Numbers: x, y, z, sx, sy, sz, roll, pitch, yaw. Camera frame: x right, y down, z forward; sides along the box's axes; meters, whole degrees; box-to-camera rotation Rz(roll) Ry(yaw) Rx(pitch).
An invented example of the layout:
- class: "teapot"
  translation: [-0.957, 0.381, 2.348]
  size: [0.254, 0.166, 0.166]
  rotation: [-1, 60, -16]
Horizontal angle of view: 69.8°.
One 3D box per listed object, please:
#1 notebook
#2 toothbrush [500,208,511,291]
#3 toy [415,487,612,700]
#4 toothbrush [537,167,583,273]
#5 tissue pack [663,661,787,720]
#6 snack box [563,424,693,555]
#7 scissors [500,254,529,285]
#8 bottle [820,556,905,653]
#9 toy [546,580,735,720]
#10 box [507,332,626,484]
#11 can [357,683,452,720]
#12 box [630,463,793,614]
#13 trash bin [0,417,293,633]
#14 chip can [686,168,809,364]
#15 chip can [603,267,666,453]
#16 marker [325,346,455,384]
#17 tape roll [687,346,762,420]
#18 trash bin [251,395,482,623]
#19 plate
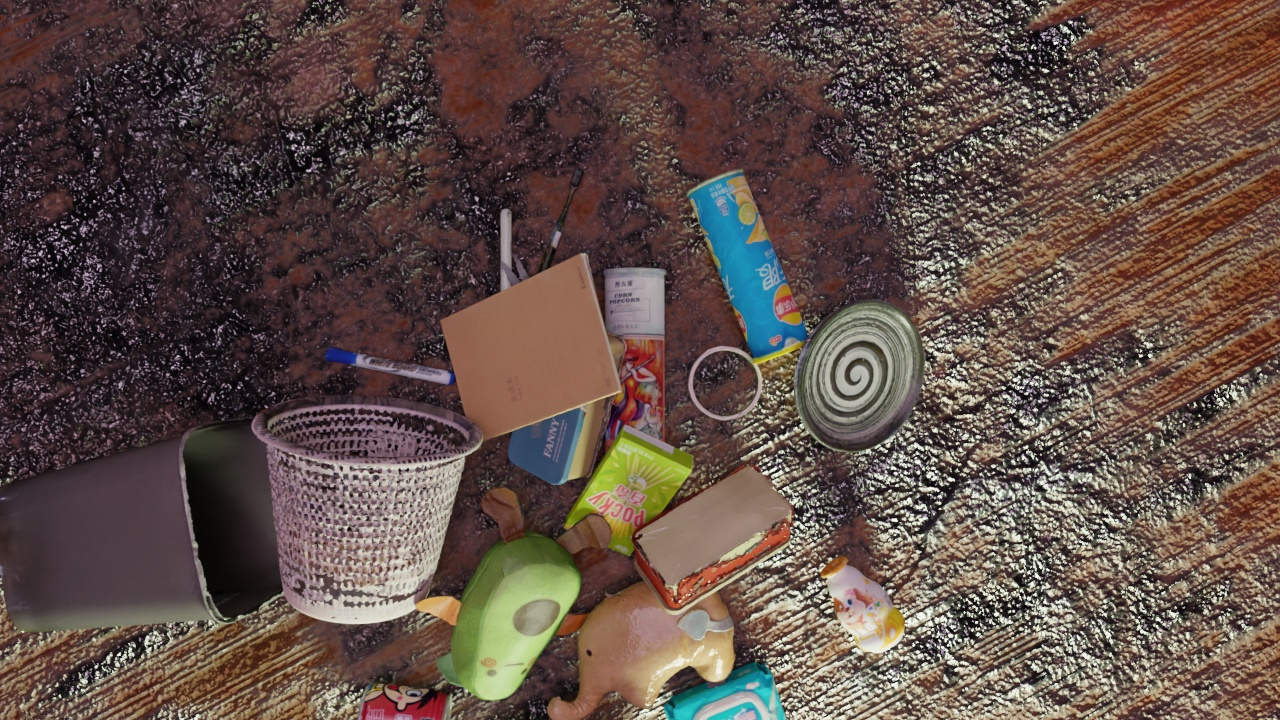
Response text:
- class: "notebook"
  translation: [-0.122, -0.008, 0.987]
  size: [0.212, 0.012, 0.149]
  rotation: [-21, 80, 31]
- class: "toothbrush"
  translation: [-0.151, -0.080, 1.051]
  size: [0.020, 0.029, 0.189]
  rotation: [-3, 87, 38]
- class: "toy"
  translation: [-0.134, 0.265, 0.999]
  size: [0.226, 0.090, 0.247]
  rotation: [16, 102, -27]
- class: "toothbrush"
  translation: [-0.100, -0.134, 1.053]
  size: [0.012, 0.017, 0.186]
  rotation: [20, 89, -5]
- class: "tissue pack"
  translation: [0.097, 0.409, 1.040]
  size: [0.133, 0.050, 0.093]
  rotation: [-22, 92, -2]
- class: "snack box"
  translation: [-0.015, 0.145, 1.003]
  size: [0.086, 0.026, 0.157]
  rotation: [26, 125, -9]
- class: "scissors"
  translation: [-0.100, -0.040, 1.047]
  size: [0.146, 0.014, 0.172]
  rotation: [8, 94, -4]
- class: "bottle"
  translation: [0.250, 0.276, 1.043]
  size: [0.063, 0.063, 0.108]
  rotation: [-36, 91, -3]
- class: "toy"
  translation: [-0.006, 0.321, 1.021]
  size: [0.226, 0.082, 0.143]
  rotation: [-22, 88, -1]
- class: "box"
  translation: [-0.082, 0.049, 1.002]
  size: [0.090, 0.061, 0.184]
  rotation: [20, 99, 33]
- class: "can"
  translation: [-0.260, 0.396, 1.014]
  size: [0.094, 0.066, 0.066]
  rotation: [8, 89, -3]
- class: "box"
  translation: [0.080, 0.189, 0.994]
  size: [0.168, 0.080, 0.091]
  rotation: [-28, 53, -17]
- class: "trash bin"
  translation: [-0.508, 0.178, 0.950]
  size: [0.220, 0.199, 0.198]
  rotation: [-11, 90, 3]
- class: "chip can"
  translation: [0.122, -0.105, 1.037]
  size: [0.071, 0.071, 0.210]
  rotation: [-22, 91, -3]
- class: "chip can"
  translation: [-0.006, 0.006, 1.031]
  size: [0.071, 0.071, 0.214]
  rotation: [0, 90, -3]
- class: "marker"
  translation: [-0.284, 0.007, 1.043]
  size: [0.146, 0.017, 0.017]
  rotation: [12, 89, -3]
- class: "tape roll"
  translation: [0.098, 0.026, 1.063]
  size: [0.086, 0.014, 0.086]
  rotation: [0, 89, -3]
- class: "trash bin"
  translation: [-0.288, 0.155, 0.957]
  size: [0.227, 0.227, 0.192]
  rotation: [8, 101, -3]
- class: "plate"
  translation: [0.246, 0.017, 1.045]
  size: [0.179, 0.024, 0.179]
  rotation: [-6, 104, -24]
